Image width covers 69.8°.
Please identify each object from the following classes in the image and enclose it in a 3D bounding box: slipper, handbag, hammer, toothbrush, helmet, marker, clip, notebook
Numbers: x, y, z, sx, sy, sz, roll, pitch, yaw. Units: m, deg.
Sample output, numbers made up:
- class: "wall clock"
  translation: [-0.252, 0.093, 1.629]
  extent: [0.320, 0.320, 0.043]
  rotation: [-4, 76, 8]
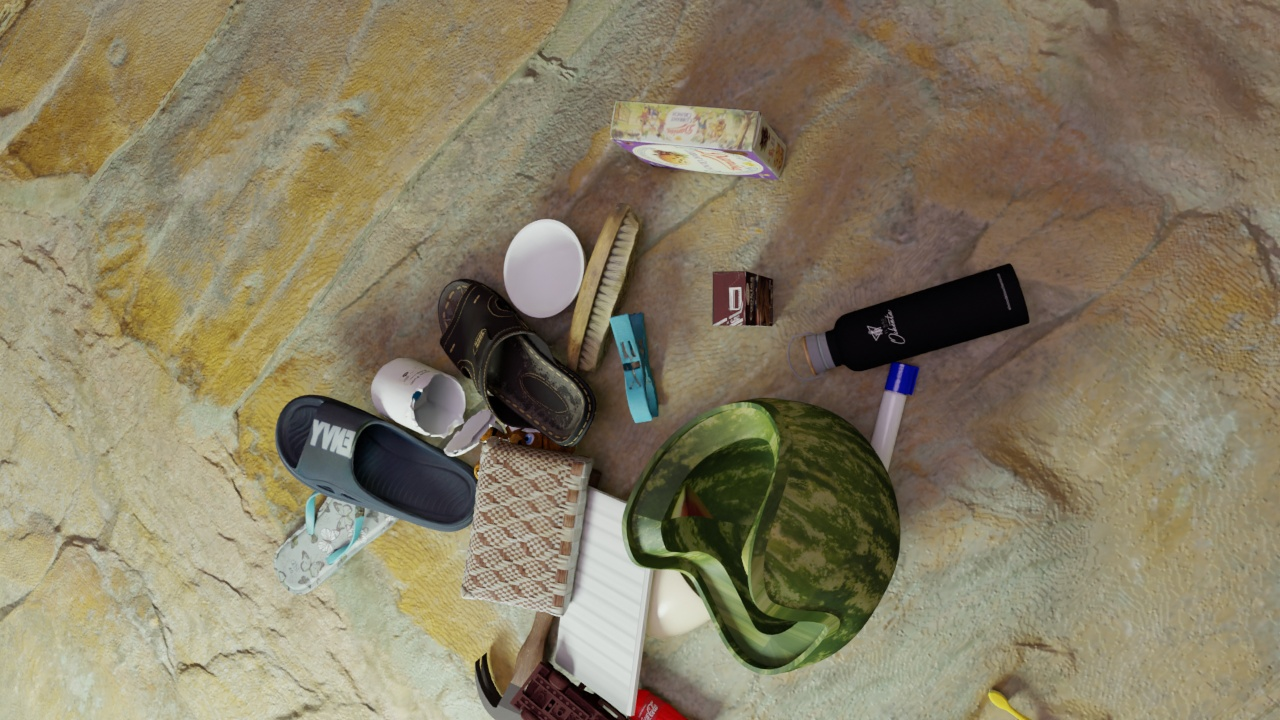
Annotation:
- class: "slipper"
  translation: [-0.312, 0.122, 1.072]
  extent: [0.268, 0.083, 0.110]
  rotation: [23, 77, 3]
- class: "handbag"
  translation: [-0.126, 0.182, 1.014]
  extent: [0.124, 0.047, 0.186]
  rotation: [10, 97, 7]
- class: "hammer"
  translation: [-0.107, 0.277, 1.068]
  extent: [0.115, 0.033, 0.323]
  rotation: [19, 97, 13]
- class: "toothbrush"
  translation: [0.402, 0.372, 0.908]
  extent: [0.135, 0.016, 0.021]
  rotation: [38, 101, 11]
- class: "slipper"
  translation: [-0.375, 0.203, 1.145]
  extent: [0.098, 0.054, 0.269]
  rotation: [45, 106, 10]
- class: "helmet"
  translation: [0.133, 0.159, 0.876]
  extent: [0.214, 0.247, 0.242]
  rotation: [5, 55, 47]
- class: "marker"
  translation: [0.255, 0.068, 0.941]
  extent: [0.027, 0.023, 0.133]
  rotation: [12, 96, -4]
- class: "slipper"
  translation: [-0.154, -0.001, 1.029]
  extent: [0.268, 0.075, 0.113]
  rotation: [42, 107, 29]
- class: "clip"
  translation: [0.000, 0.006, 1.023]
  extent: [0.028, 0.113, 0.127]
  rotation: [-11, 82, 19]
- class: "notebook"
  translation: [-0.039, 0.251, 0.986]
  extent: [0.143, 0.009, 0.210]
  rotation: [13, 97, 51]

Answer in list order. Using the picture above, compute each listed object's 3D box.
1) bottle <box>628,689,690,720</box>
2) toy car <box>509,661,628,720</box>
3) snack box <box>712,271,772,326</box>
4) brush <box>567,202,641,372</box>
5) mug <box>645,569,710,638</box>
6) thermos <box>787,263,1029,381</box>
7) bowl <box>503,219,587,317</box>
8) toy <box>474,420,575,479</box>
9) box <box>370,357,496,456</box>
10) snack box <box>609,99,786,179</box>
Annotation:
- class: "bottle"
  translation: [0.013, 0.395, 1.028]
  extent: [0.119, 0.036, 0.036]
  rotation: [28, 100, 16]
- class: "toy car"
  translation: [-0.059, 0.410, 1.029]
  extent: [0.170, 0.062, 0.070]
  rotation: [37, 87, 8]
- class: "snack box"
  translation: [0.105, -0.060, 0.924]
  extent: [0.032, 0.140, 0.051]
  rotation: [1, 92, 18]
- class: "brush"
  translation: [-0.039, -0.077, 1.016]
  extent: [0.043, 0.059, 0.195]
  rotation: [19, 101, 7]
- class: "mug"
  translation: [0.026, 0.236, 0.986]
  extent: [0.100, 0.096, 0.120]
  rotation: [-42, 79, 27]
- class: "thermos"
  translation: [0.259, -0.032, 0.915]
  extent: [0.232, 0.061, 0.061]
  rotation: [-17, 86, 18]
- class: "bowl"
  translation: [-0.099, -0.102, 1.042]
  extent: [0.110, 0.040, 0.110]
  rotation: [-1, 87, 30]
- class: "toy"
  translation: [-0.131, 0.100, 1.052]
  extent: [0.113, 0.067, 0.087]
  rotation: [-11, 74, 31]
- class: "box"
  translation: [-0.235, 0.051, 1.054]
  extent: [0.166, 0.083, 0.092]
  rotation: [15, 136, 46]
- class: "snack box"
  translation: [0.062, -0.223, 0.932]
  extent: [0.148, 0.143, 0.040]
  rotation: [10, 93, 18]
